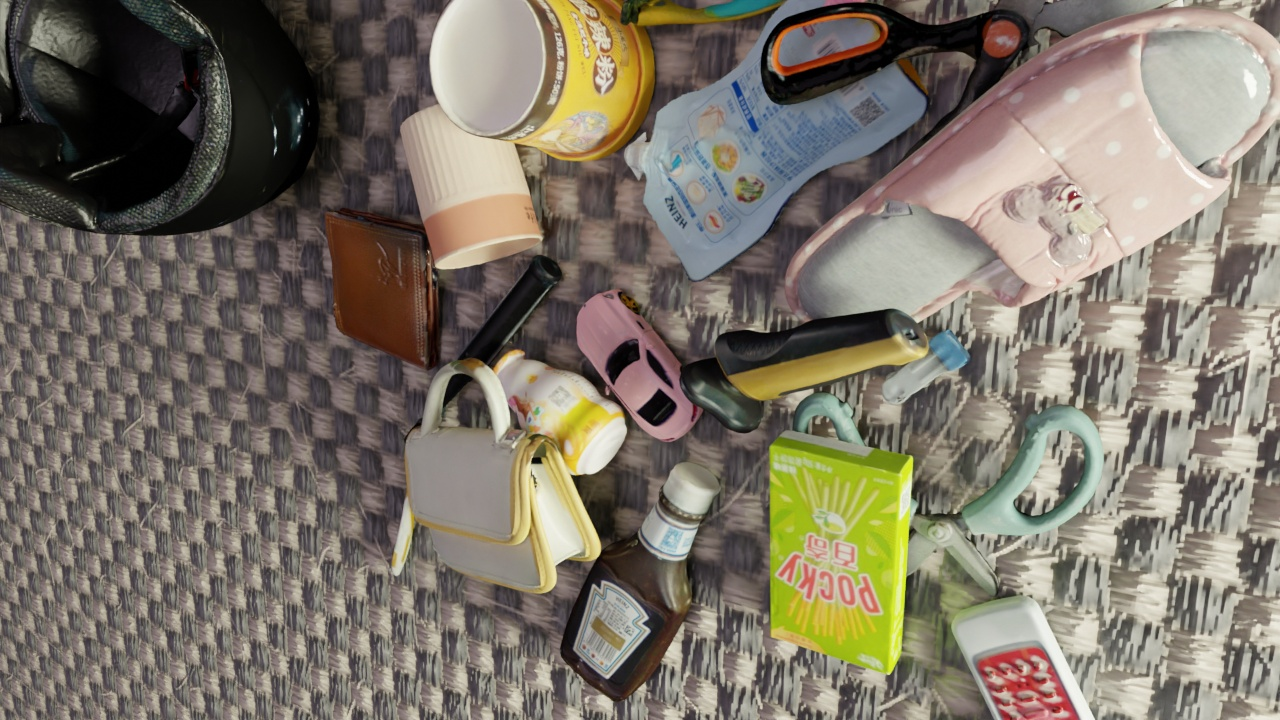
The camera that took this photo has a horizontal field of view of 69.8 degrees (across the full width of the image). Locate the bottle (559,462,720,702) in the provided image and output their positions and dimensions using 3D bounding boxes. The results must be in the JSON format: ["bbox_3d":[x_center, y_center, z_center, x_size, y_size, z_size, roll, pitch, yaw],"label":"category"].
[{"bbox_3d":[0.003,0.163,0.686,0.080,0.043,0.195,33,115,21],"label":"bottle"}]

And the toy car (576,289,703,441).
[{"bbox_3d":[-0.004,0.004,0.661,0.122,0.037,0.056,51,119,13],"label":"toy car"}]

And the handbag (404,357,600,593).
[{"bbox_3d":[-0.124,0.083,0.692,0.164,0.063,0.179,0,115,45],"label":"handbag"}]

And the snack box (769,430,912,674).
[{"bbox_3d":[0.127,0.125,0.594,0.086,0.026,0.156,12,119,30],"label":"snack box"}]

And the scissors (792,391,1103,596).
[{"bbox_3d":[0.178,0.064,0.561,0.170,0.019,0.172,39,127,8],"label":"scissors"}]

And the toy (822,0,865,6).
[{"bbox_3d":[0.154,-0.262,0.484,0.194,0.074,0.179,35,108,20],"label":"toy"}]

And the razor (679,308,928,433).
[{"bbox_3d":[0.098,0.004,0.562,0.168,0.062,0.067,-17,85,48],"label":"razor"}]

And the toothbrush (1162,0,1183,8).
[{"bbox_3d":[0.271,-0.176,0.467,0.016,0.016,0.180,-1,101,34],"label":"toothbrush"}]

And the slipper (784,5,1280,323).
[{"bbox_3d":[0.191,-0.079,0.488,0.275,0.054,0.114,-31,115,37],"label":"slipper"}]

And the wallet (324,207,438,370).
[{"bbox_3d":[-0.214,-0.061,0.769,0.101,0.032,0.125,17,120,23],"label":"wallet"}]

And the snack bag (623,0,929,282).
[{"bbox_3d":[0.076,-0.143,0.580,0.191,0.038,0.110,-35,92,32],"label":"snack bag"}]

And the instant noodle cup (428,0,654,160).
[{"bbox_3d":[-0.068,-0.194,0.612,0.119,0.114,0.118,6,103,30],"label":"instant noodle cup"}]

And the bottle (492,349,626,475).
[{"bbox_3d":[-0.064,0.036,0.688,0.108,0.063,0.063,38,117,20],"label":"bottle"}]

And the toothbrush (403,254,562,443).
[{"bbox_3d":[-0.133,-0.001,0.737,0.026,0.027,0.213,42,116,-2],"label":"toothbrush"}]

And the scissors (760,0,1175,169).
[{"bbox_3d":[0.168,-0.160,0.487,0.228,0.021,0.221,15,129,11],"label":"scissors"}]

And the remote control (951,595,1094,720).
[{"bbox_3d":[0.244,0.213,0.565,0.056,0.020,0.136,-27,86,33],"label":"remote control"}]

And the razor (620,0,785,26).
[{"bbox_3d":[0.053,-0.230,0.581,0.133,0.043,0.028,2,126,26],"label":"razor"}]

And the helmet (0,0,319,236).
[{"bbox_3d":[-0.399,-0.226,0.738,0.234,0.230,0.274,-45,77,15],"label":"helmet"}]

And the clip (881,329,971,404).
[{"bbox_3d":[0.174,0.006,0.566,0.058,0.036,0.025,-42,80,27],"label":"clip"}]

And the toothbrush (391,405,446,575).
[{"bbox_3d":[-0.197,0.113,0.814,0.018,0.016,0.192,22,111,16],"label":"toothbrush"}]

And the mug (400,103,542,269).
[{"bbox_3d":[-0.133,-0.128,0.693,0.115,0.081,0.106,-14,91,62],"label":"mug"}]
